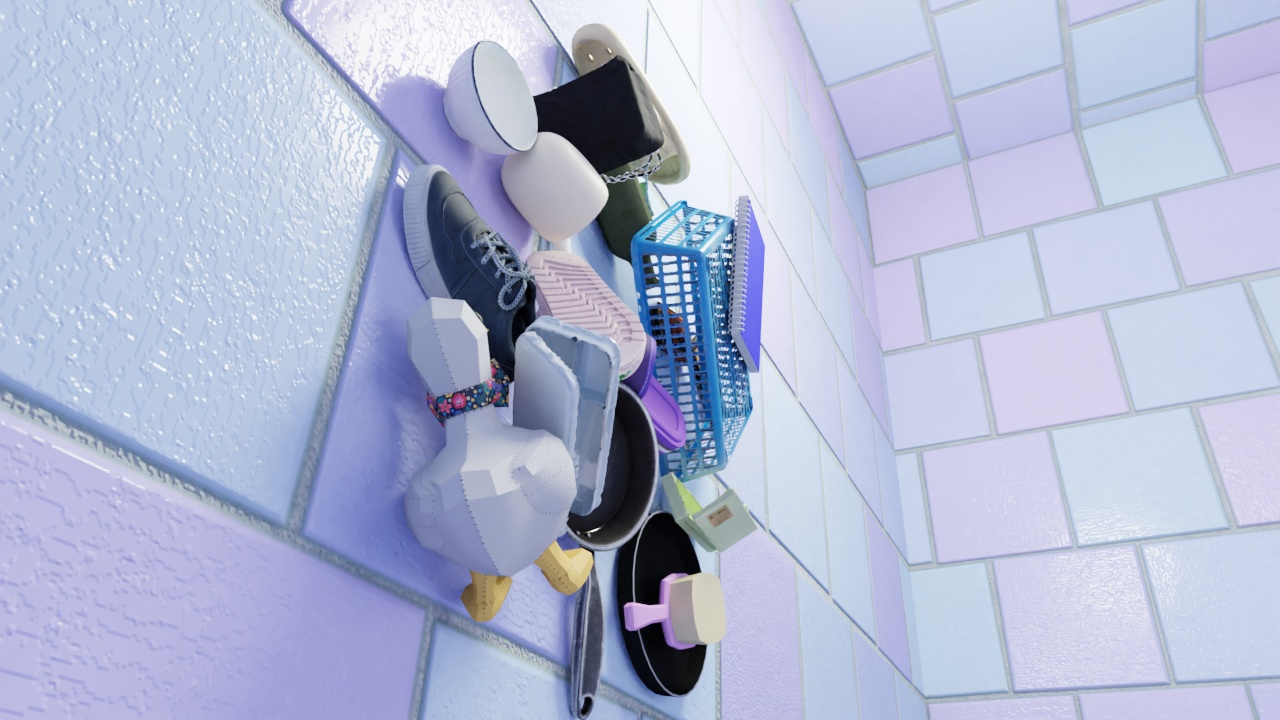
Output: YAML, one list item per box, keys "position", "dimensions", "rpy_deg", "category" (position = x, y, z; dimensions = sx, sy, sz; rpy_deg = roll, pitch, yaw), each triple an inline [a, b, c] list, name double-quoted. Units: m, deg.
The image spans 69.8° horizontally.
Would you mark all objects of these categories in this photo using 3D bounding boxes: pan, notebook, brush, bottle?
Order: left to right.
- position: [-0.052, 0.195, 0.989]
  dimensions: [0.187, 0.055, 0.356]
  rpy_deg: [25, 68, -48]
  category: "pan"
- position: [-0.022, -0.194, 1.242]
  dimensions: [0.207, 0.072, 0.071]
  rpy_deg: [69, 25, -19]
  category: "bottle"
- position: [0.011, 0.240, 1.137]
  dimensions: [0.224, 0.034, 0.356]
  rpy_deg: [-37, 112, -65]
  category: "pan"
- position: [0.045, 0.296, 1.081]
  dimensions: [0.228, 0.043, 0.089]
  rpy_deg: [27, 54, -64]
  category: "brush"
- position: [0.156, -0.108, 1.324]
  dimensions: [0.171, 0.022, 0.208]
  rpy_deg: [51, 42, -65]
  category: "notebook"

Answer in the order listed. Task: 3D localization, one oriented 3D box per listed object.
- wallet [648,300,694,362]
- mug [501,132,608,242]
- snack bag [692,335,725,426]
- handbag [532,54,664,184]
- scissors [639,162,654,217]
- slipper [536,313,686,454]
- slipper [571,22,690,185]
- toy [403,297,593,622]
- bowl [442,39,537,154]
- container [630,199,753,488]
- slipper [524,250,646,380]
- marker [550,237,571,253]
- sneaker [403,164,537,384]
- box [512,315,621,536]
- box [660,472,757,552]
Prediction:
- position: [0.046, -0.041, 1.383]
  dimensions: [0.123, 0.019, 0.072]
  rpy_deg: [26, 51, -61]
  category: "wallet"
- position: [-0.108, -0.206, 1.037]
  dimensions: [0.100, 0.096, 0.120]
  rpy_deg: [48, -2, -35]
  category: "mug"
- position: [0.111, 0.034, 1.494]
  dimensions: [0.074, 0.018, 0.155]
  rpy_deg: [-43, 117, -64]
  category: "snack bag"
- position: [-0.051, -0.288, 1.126]
  dimensions: [0.114, 0.154, 0.125]
  rpy_deg: [11, 64, -61]
  category: "handbag"
- position: [0.014, -0.217, 1.335]
  dimensions: [0.171, 0.025, 0.160]
  rpy_deg: [-99, -173, -70]
  category: "scissors"
- position: [-0.007, 0.007, 1.095]
  dimensions: [0.266, 0.084, 0.107]
  rpy_deg: [46, 30, -34]
  category: "slipper"
- position: [-0.026, -0.343, 1.295]
  dimensions: [0.079, 0.111, 0.261]
  rpy_deg: [-54, 126, -33]
  category: "slipper"
- position: [-0.131, 0.081, 0.755]
  dimensions: [0.246, 0.141, 0.267]
  rpy_deg: [-119, -168, -76]
  category: "toy"
- position: [-0.165, -0.268, 0.964]
  dimensions: [0.118, 0.062, 0.118]
  rpy_deg: [43, 40, -52]
  category: "bowl"
- position: [0.086, -0.028, 1.287]
  dimensions: [0.256, 0.089, 0.362]
  rpy_deg: [-50, 136, -62]
  category: "container"
- position: [-0.065, -0.039, 0.976]
  dimensions: [0.239, 0.094, 0.065]
  rpy_deg: [-123, -145, -49]
  category: "slipper"
- position: [-0.097, -0.138, 1.100]
  dimensions: [0.023, 0.027, 0.133]
  rpy_deg: [28, 50, -60]
  category: "marker"
- position: [-0.147, -0.078, 0.873]
  dimensions: [0.236, 0.087, 0.089]
  rpy_deg: [69, 25, -20]
  category: "sneaker"
- position: [-0.072, 0.057, 0.864]
  dimensions: [0.122, 0.083, 0.216]
  rpy_deg: [48, -37, 36]
  category: "box"
- position: [0.089, 0.200, 1.247]
  dimensions: [0.083, 0.091, 0.188]
  rpy_deg: [51, -4, 29]
  category: "box"
